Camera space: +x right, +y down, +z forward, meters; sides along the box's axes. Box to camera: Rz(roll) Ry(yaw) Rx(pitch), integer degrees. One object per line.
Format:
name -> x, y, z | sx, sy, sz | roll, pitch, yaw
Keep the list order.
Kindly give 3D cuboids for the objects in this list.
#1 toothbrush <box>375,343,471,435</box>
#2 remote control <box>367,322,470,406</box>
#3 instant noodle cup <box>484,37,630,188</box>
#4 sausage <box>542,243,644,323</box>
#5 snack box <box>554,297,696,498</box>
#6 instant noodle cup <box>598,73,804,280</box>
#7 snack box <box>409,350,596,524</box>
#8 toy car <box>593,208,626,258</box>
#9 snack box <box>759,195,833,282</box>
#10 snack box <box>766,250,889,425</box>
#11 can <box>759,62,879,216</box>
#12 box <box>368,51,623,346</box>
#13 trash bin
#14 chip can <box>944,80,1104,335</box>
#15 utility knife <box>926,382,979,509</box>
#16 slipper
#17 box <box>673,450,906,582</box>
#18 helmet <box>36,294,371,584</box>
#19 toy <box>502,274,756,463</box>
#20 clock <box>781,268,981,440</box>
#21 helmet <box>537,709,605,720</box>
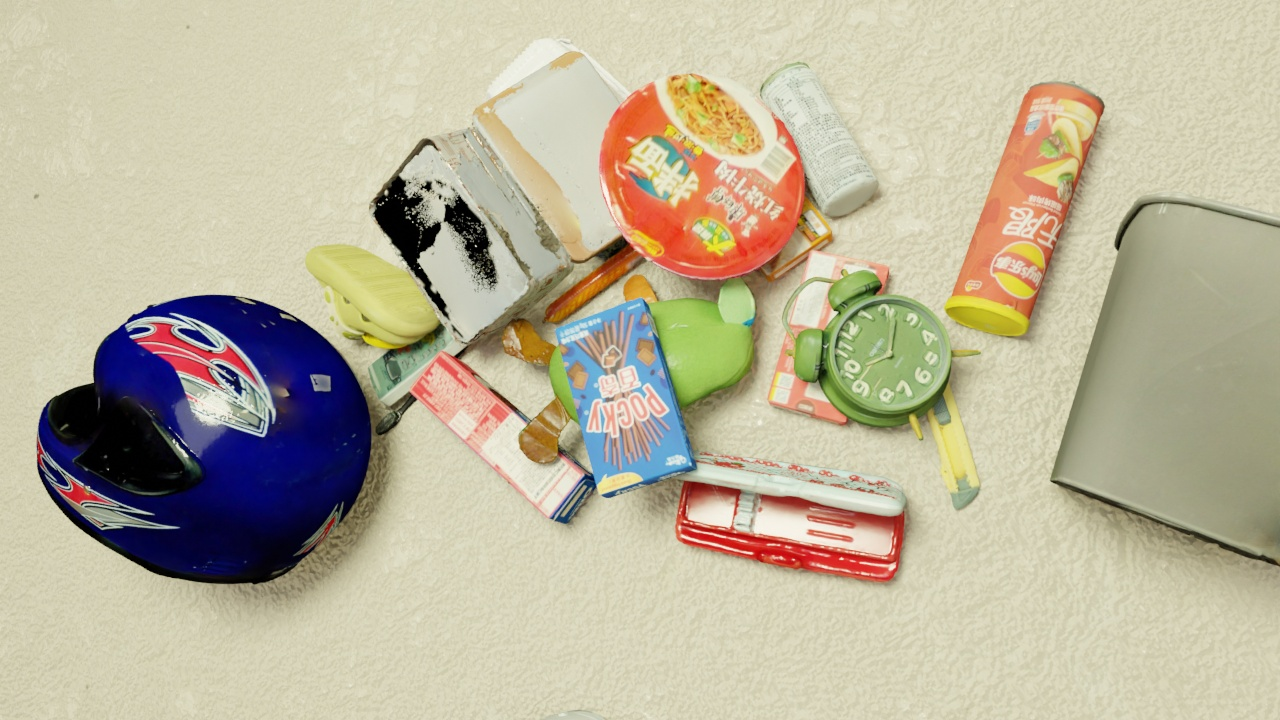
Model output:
toothbrush -> -0.213, 0.010, 0.967 | 0.189, 0.016, 0.014 | -46, 77, 2
remote control -> -0.227, -0.012, 0.966 | 0.135, 0.019, 0.056 | -37, 51, 6
instant noodle cup -> -0.086, -0.263, 0.968 | 0.138, 0.060, 0.173 | -44, 71, 3
sausage -> -0.035, -0.088, 0.932 | 0.165, 0.021, 0.021 | -36, 70, 6
snack box -> -0.014, 0.031, 0.794 | 0.085, 0.026, 0.157 | -20, 73, 11
instant noodle cup -> 0.051, -0.161, 0.843 | 0.193, 0.066, 0.193 | 2, 80, -12
snack box -> -0.135, 0.076, 0.906 | 0.207, 0.057, 0.058 | 38, 88, 21
toy car -> -0.020, -0.160, 0.938 | 0.054, 0.036, 0.121 | 37, 100, 18
snack box -> 0.115, -0.157, 0.900 | 0.075, 0.026, 0.153 | -35, 70, 6
snack box -> 0.174, -0.022, 0.851 | 0.075, 0.025, 0.152 | 15, 82, 18
can -> 0.170, -0.212, 0.879 | 0.058, 0.058, 0.146 | -28, 71, 9
box -> -0.118, -0.154, 0.883 | 0.273, 0.130, 0.179 | -35, 89, 12
trash bin -> 0.427, 0.020, 0.687 | 0.199, 0.198, 0.220 | 22, 92, 22
chip can -> 0.337, -0.132, 0.803 | 0.073, 0.073, 0.216 | 21, 84, 20
utility knife -> 0.264, 0.035, 0.821 | 0.031, 0.020, 0.195 | -15, 69, 7
slipper -> -0.286, -0.061, 0.975 | 0.190, 0.091, 0.082 | 33, 121, 32
box -> 0.123, 0.129, 0.793 | 0.202, 0.101, 0.095 | 7, 79, 19
helmet -> -0.414, 0.053, 0.889 | 0.315, 0.246, 0.241 | 26, 104, 12
toy -> -0.005, 0.005, 0.863 | 0.247, 0.090, 0.226 | -14, 58, 8
clock -> 0.199, -0.012, 0.798 | 0.161, 0.056, 0.116 | 34, 85, 12
helmet -> -0.099, 0.432, 0.766 | 0.259, 0.146, 0.229 | -34, 70, 7
